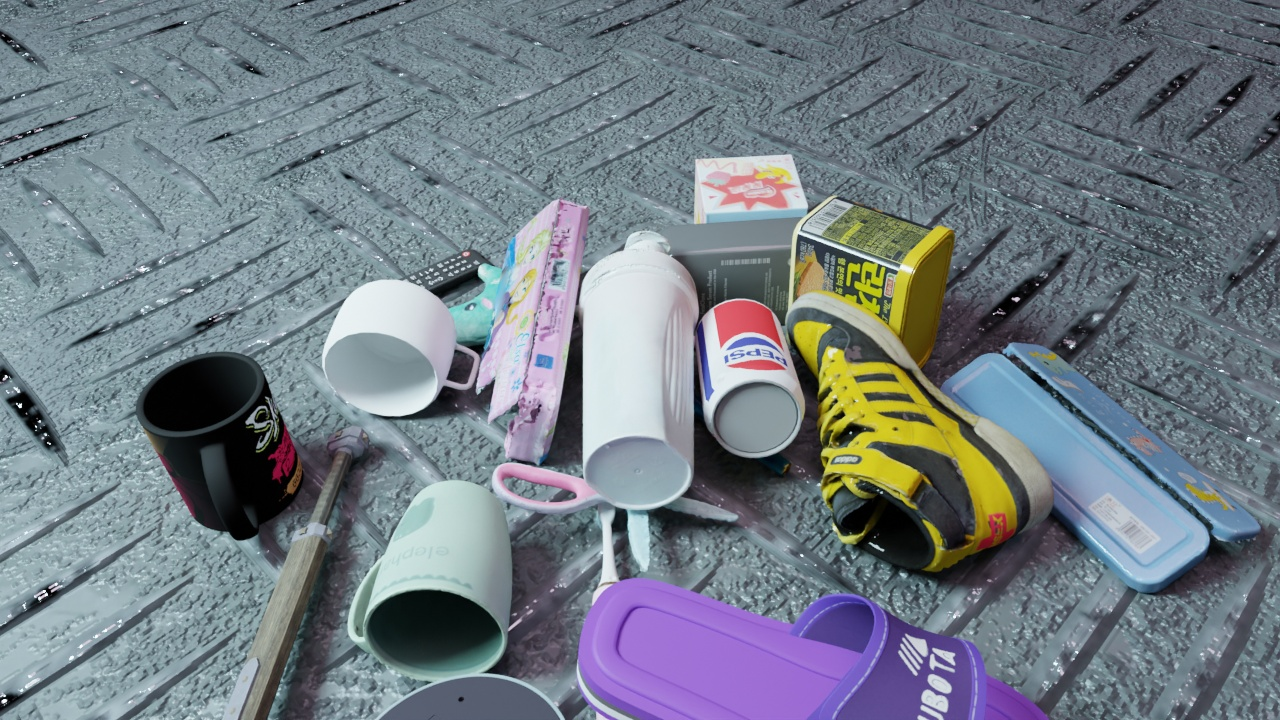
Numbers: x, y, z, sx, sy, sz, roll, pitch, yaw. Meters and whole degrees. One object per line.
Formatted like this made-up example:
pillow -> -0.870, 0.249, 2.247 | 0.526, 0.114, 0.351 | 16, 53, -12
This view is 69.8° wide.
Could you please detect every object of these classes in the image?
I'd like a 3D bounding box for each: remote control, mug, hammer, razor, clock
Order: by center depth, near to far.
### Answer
clock -> -0.082, 0.230, 0.468 | 0.159, 0.045, 0.122 | 24, 44, 37
mug -> -0.133, 0.137, 0.572 | 0.111, 0.084, 0.103 | -27, 31, 15
hammer -> -0.224, 0.154, 0.573 | 0.147, 0.028, 0.316 | -21, 35, 16
mug -> -0.284, 0.068, 0.631 | 0.081, 0.098, 0.118 | -17, 44, -16
razor -> 0.055, 0.044, 0.701 | 0.144, 0.022, 0.042 | 32, 54, 31
mug -> -0.184, -0.007, 0.719 | 0.115, 0.095, 0.068 | 18, 40, -12
remote control -> -0.201, -0.066, 0.835 | 0.146, 0.015, 0.033 | -29, 49, -26

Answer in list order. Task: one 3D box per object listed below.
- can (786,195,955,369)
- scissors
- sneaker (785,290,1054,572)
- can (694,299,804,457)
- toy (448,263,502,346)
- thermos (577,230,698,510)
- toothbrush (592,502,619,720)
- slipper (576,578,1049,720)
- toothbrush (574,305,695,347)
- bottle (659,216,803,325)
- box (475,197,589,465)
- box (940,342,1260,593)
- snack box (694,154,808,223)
can -> 0.176, -0.053, 0.723 | 0.101, 0.131, 0.072 | 27, 50, 31
scissors -> -0.014, 0.081, 0.646 | 0.170, 0.013, 0.176 | 10, 32, 4
sneaker -> 0.154, 0.048, 0.640 | 0.121, 0.086, 0.238 | -23, 50, -27
can -> 0.078, 0.010, 0.679 | 0.070, 0.070, 0.132 | -1, 27, 1
toy -> -0.142, -0.046, 0.799 | 0.085, 0.033, 0.105 | 28, 48, 30
thermos -> -0.004, 0.004, 0.671 | 0.099, 0.099, 0.220 | -1, 41, 1
toothbrush -> -0.016, 0.170, 0.563 | 0.027, 0.027, 0.222 | 10, 39, -14
slipper -> 0.097, 0.171, 0.489 | 0.267, 0.084, 0.107 | 16, 41, 10
toothbrush -> 0.013, -0.026, 0.784 | 0.155, 0.015, 0.022 | 14, 10, 16
bottle -> 0.054, -0.073, 0.784 | 0.174, 0.084, 0.046 | -2, 42, 1
box -> -0.089, -0.035, 0.728 | 0.071, 0.085, 0.229 | 10, 47, -6
box -> 0.323, 0.061, 0.656 | 0.124, 0.043, 0.209 | -20, 47, -17
snack box -> 0.100, -0.133, 0.850 | 0.093, 0.080, 0.094 | -3, 43, 0
